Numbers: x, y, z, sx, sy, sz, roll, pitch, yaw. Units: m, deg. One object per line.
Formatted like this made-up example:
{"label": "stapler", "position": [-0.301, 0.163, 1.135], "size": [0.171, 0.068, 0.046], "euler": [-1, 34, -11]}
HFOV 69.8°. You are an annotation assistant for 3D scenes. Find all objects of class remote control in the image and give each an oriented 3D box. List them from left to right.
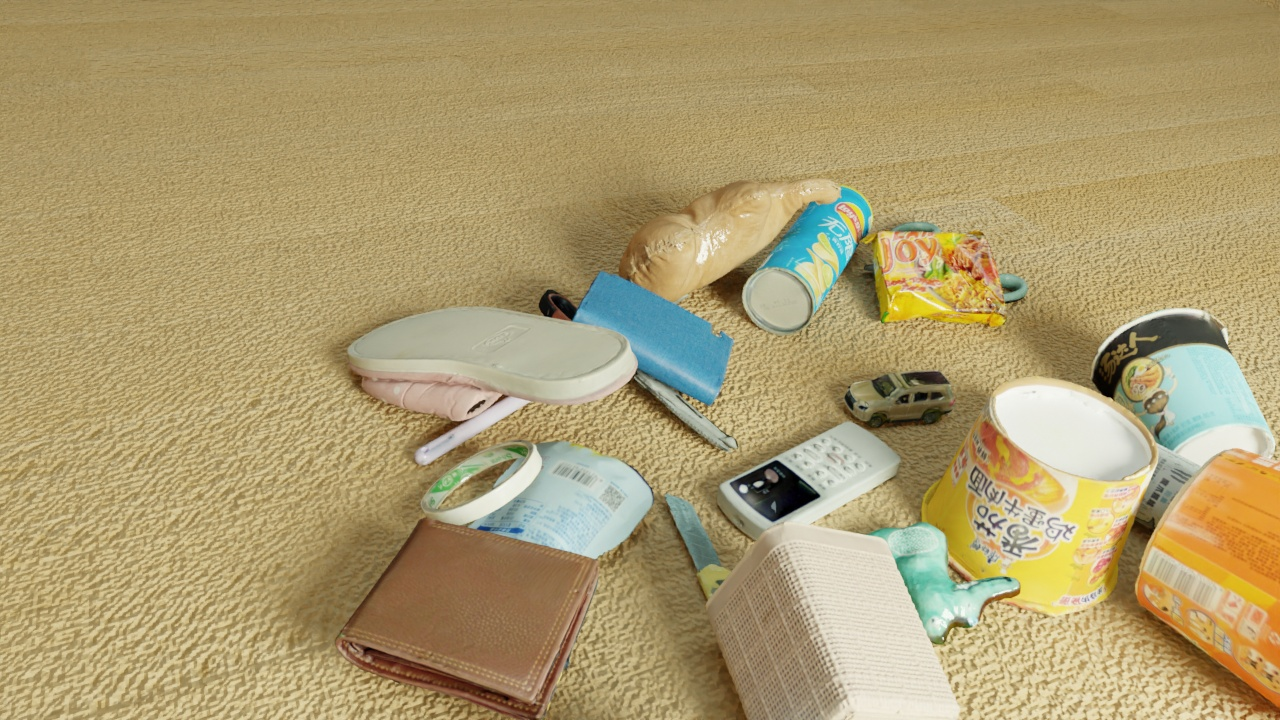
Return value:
{"label": "remote control", "position": [0.127, 0.088, 0.683], "size": [0.149, 0.021, 0.058], "euler": [-21, 44, -33]}

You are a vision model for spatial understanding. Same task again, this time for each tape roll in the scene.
{"label": "tape roll", "position": [-0.108, 0.083, 0.623], "size": [0.086, 0.014, 0.085], "euler": [-23, 18, 8]}

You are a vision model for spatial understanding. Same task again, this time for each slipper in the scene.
{"label": "slipper", "position": [-0.119, 0.006, 0.704], "size": [0.275, 0.054, 0.113], "euler": [5, 31, 35]}

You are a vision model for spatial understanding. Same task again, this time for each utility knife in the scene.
{"label": "utility knife", "position": [0.057, 0.162, 0.580], "size": [0.031, 0.022, 0.219], "euler": [2, 30, -23]}

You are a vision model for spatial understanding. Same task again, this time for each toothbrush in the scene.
{"label": "toothbrush", "position": [-0.100, 0.035, 0.725], "size": [0.029, 0.021, 0.188], "euler": [34, 46, 29]}

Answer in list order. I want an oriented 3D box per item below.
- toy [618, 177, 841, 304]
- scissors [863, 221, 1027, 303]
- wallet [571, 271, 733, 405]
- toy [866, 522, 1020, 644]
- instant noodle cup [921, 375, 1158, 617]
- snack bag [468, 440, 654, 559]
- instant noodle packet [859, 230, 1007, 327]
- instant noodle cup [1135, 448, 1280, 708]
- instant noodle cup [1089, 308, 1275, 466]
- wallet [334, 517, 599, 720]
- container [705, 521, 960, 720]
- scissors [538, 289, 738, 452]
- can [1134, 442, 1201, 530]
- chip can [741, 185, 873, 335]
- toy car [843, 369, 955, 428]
{"label": "toy", "position": [0.081, -0.122, 0.871], "size": [0.225, 0.082, 0.144], "euler": [-29, 3, -18]}
{"label": "scissors", "position": [0.319, -0.108, 0.986], "size": [0.170, 0.019, 0.179], "euler": [5, 37, 0]}
{"label": "wallet", "position": [0.010, -0.020, 0.764], "size": [0.133, 0.040, 0.106], "euler": [29, 27, -3]}
{"label": "toy", "position": [0.195, 0.144, 0.605], "size": [0.096, 0.030, 0.091], "euler": [-13, 41, -2]}
{"label": "instant noodle cup", "position": [0.279, 0.085, 0.633], "size": [0.138, 0.110, 0.137], "euler": [5, 37, -4]}
{"label": "snack bag", "position": [-0.078, 0.124, 0.589], "size": [0.110, 0.039, 0.190], "euler": [23, 42, 19]}
{"label": "instant noodle packet", "position": [0.287, -0.084, 0.903], "size": [0.128, 0.044, 0.110], "euler": [1, 60, -5]}
{"label": "instant noodle cup", "position": [0.392, 0.131, 0.566], "size": [0.151, 0.151, 0.111], "euler": [-19, 35, -31]}
{"label": "instant noodle cup", "position": [0.441, 0.036, 0.738], "size": [0.111, 0.111, 0.120], "euler": [4, 42, -3]}
{"label": "wallet", "position": [-0.094, 0.141, 0.520], "size": [0.125, 0.032, 0.101], "euler": [12, 39, 13]}
{"label": "container", "position": [0.103, 0.163, 0.505], "size": [0.089, 0.090, 0.110], "euler": [15, 34, -26]}
{"label": "scissors", "position": [0.004, 0.006, 0.770], "size": [0.206, 0.015, 0.192], "euler": [29, 17, -8]}
{"label": "can", "position": [0.359, 0.078, 0.699], "size": [0.058, 0.058, 0.147], "euler": [-26, 47, -37]}
{"label": "chip can", "position": [0.171, -0.104, 0.913], "size": [0.071, 0.071, 0.209], "euler": [20, 38, 18]}
{"label": "toy car", "position": [0.215, 0.030, 0.766], "size": [0.090, 0.035, 0.042], "euler": [-6, 36, -12]}
